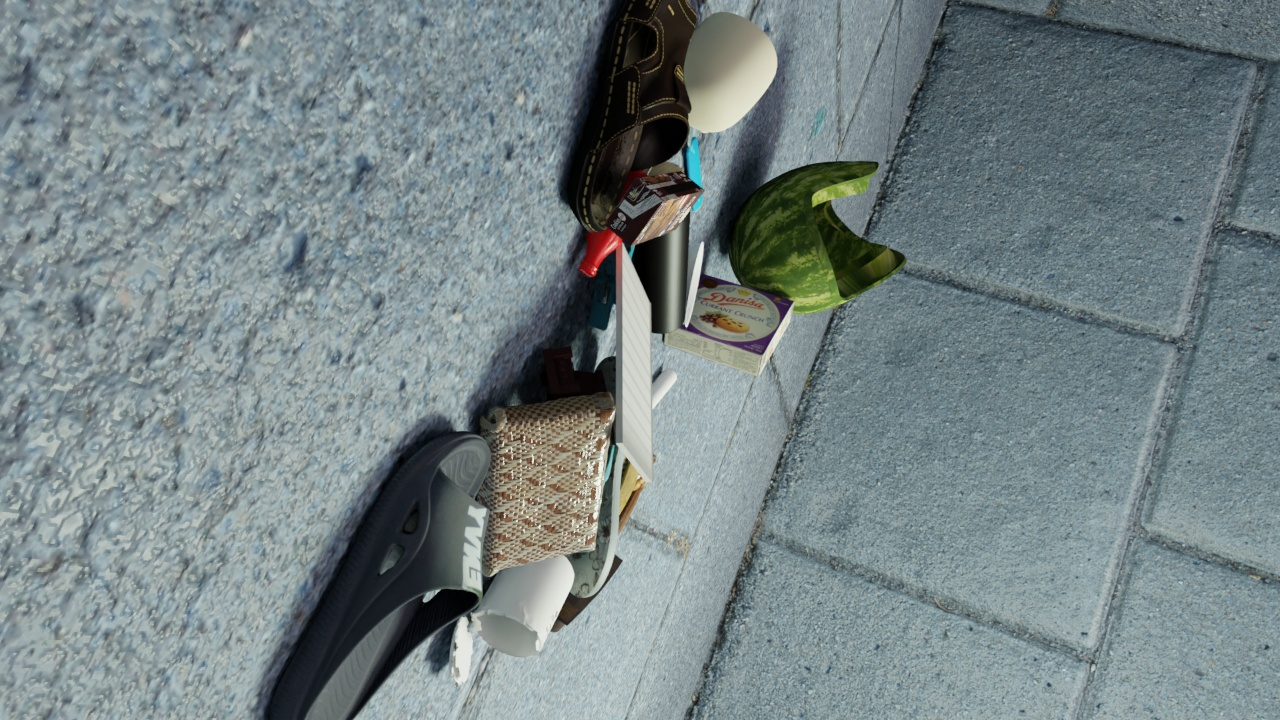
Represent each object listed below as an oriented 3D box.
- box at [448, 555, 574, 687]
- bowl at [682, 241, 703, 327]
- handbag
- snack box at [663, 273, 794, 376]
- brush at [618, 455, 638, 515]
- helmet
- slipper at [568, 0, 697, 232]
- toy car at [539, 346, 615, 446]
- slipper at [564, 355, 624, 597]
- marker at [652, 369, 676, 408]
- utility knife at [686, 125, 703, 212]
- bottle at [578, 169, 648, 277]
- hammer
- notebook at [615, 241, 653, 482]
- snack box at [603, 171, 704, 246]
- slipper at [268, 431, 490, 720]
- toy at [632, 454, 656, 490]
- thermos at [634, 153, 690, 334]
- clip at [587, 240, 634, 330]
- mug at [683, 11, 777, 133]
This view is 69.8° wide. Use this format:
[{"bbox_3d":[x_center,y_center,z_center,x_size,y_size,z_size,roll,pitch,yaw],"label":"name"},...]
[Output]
[{"bbox_3d":[-0.134,0.264,0.930,0.165,0.092,0.083,-65,168,-49],"label":"box"},{"bbox_3d":[0.049,-0.100,1.166,0.110,0.040,0.110,13,88,-83],"label":"bowl"},{"bbox_3d":[-0.093,0.113,0.861,0.124,0.047,0.186,-6,124,-24],"label":"handbag"},{"bbox_3d":[0.125,-0.053,1.290,0.147,0.143,0.041,-53,156,-46],"label":"snack box"},{"bbox_3d":[-0.041,0.144,1.085,0.059,0.043,0.196,-112,-144,-43],"label":"brush"},{"bbox_3d":[0.251,-0.181,1.396,0.246,0.243,0.213,-34,117,-22],"label":"helmet"},{"bbox_3d":[0.008,-0.241,0.833,0.113,0.076,0.268,23,86,-74],"label":"slipper"},{"bbox_3d":[-0.062,0.059,0.922,0.170,0.062,0.070,87,-10,-51],"label":"toy car"},{"bbox_3d":[-0.064,0.125,1.015,0.054,0.098,0.268,13,87,-42],"label":"slipper"},{"bbox_3d":[0.014,0.052,1.263,0.027,0.023,0.132,-57,175,36],"label":"marker"},{"bbox_3d":[0.065,-0.240,1.119,0.206,0.015,0.031,79,33,-66],"label":"utility knife"},{"bbox_3d":[-0.029,-0.135,0.898,0.036,0.036,0.118,66,45,-66],"label":"bottle"},{"bbox_3d":[-0.039,0.229,1.206,0.116,0.033,0.322,-50,-178,28],"label":"hammer"},{"bbox_3d":[-0.006,0.005,0.939,0.143,0.009,0.209,61,26,-65],"label":"notebook"},{"bbox_3d":[0.016,-0.146,0.871,0.051,0.032,0.140,-52,174,23],"label":"snack box"},{"bbox_3d":[-0.174,0.174,0.699,0.267,0.083,0.111,-62,159,-24],"label":"slipper"},{"bbox_3d":[-0.016,0.143,1.194,0.087,0.067,0.112,-45,147,-3],"label":"toy"},{"bbox_3d":[0.024,-0.131,1.026,0.232,0.061,0.061,90,25,-47],"label":"thermos"},{"bbox_3d":[-0.035,-0.090,0.955,0.113,0.028,0.127,-44,149,-61],"label":"clip"},{"bbox_3d":[0.078,-0.289,0.973,0.099,0.096,0.120,-53,163,-20],"label":"mug"}]
